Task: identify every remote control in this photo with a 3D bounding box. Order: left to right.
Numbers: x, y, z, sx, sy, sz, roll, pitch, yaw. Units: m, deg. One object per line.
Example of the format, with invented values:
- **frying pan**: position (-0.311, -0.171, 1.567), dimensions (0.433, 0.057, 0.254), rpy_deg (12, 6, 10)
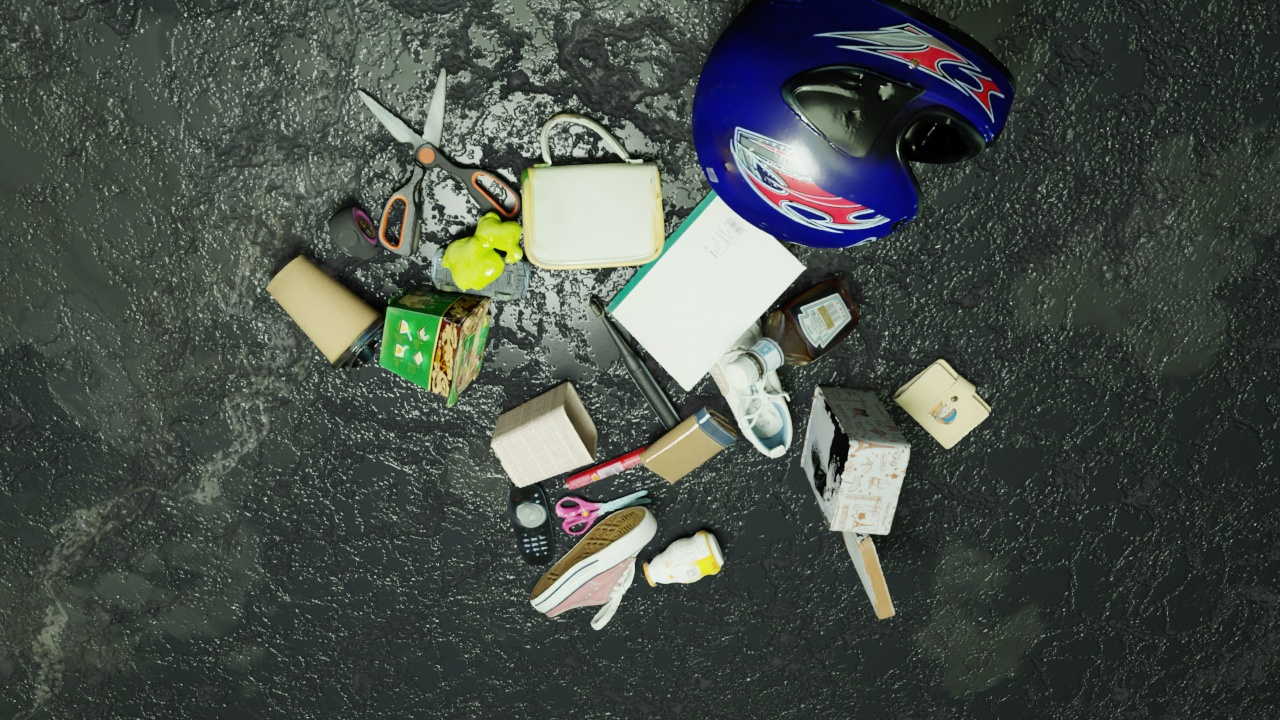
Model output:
- **remote control**: position (-0.151, 0.225, 1.277), dimensions (0.053, 0.024, 0.136), rpy_deg (-7, 113, 2)

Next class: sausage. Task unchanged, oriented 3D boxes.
- **sausage**: position (-0.035, 0.143, 1.249), dimensions (0.156, 0.020, 0.020), rpy_deg (-22, 113, 7)

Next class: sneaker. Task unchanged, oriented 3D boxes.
- **sneaker**: position (-0.050, 0.291, 1.266), dimensions (0.088, 0.118, 0.242), rpy_deg (41, 118, -12)
- **sneaker**: position (0.132, 0.019, 1.163), dimensions (0.089, 0.090, 0.242), rpy_deg (-22, 113, 6)

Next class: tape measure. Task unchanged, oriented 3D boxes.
- **tape measure**: position (-0.340, -0.151, 1.082), dimensions (0.039, 0.057, 0.058), rpy_deg (-25, 72, 11)

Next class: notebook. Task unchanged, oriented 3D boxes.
- **notebook**: position (0.076, -0.087, 1.121), dimensions (0.150, 0.012, 0.209), rpy_deg (45, 106, 9)

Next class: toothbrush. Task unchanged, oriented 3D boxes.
- **toothbrush**: position (-0.007, 0.007, 1.185), dimensions (0.026, 0.027, 0.213), rpy_deg (-27, 113, 16)

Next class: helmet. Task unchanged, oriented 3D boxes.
- **helmet**: position (0.207, -0.235, 0.963), dimensions (0.315, 0.247, 0.240), rpy_deg (21, 93, -6)

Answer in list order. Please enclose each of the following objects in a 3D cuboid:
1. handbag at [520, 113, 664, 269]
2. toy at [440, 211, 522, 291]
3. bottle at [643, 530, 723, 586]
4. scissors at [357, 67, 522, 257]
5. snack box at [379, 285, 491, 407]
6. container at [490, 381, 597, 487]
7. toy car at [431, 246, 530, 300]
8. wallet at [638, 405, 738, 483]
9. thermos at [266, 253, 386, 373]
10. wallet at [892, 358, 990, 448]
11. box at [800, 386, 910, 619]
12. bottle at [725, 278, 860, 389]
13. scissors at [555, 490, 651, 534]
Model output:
- **handbag**: position (-0.057, -0.200, 1.081), dimensions (0.163, 0.063, 0.179), rpy_deg (-3, 99, -2)
- **toy**: position (-0.185, -0.125, 1.077), dimensions (0.097, 0.031, 0.100), rpy_deg (24, 95, 20)
- **bottle**: position (0.060, 0.283, 1.291), dimensions (0.108, 0.063, 0.063), rpy_deg (-22, 113, 7)
- **scissors**: position (-0.244, -0.221, 1.078), dimensions (0.234, 0.021, 0.221), rpy_deg (31, 104, -15)
- **snack box**: position (-0.253, -0.026, 1.121), dimensions (0.105, 0.118, 0.118), rpy_deg (16, 112, 4)
- **container**: position (-0.125, 0.099, 1.188), dimensions (0.111, 0.089, 0.090), rpy_deg (-24, 113, 10)
- **toy car**: position (-0.195, -0.107, 1.120), dimensions (0.120, 0.036, 0.054), rpy_deg (8, 106, 4)
- **wallet**: position (0.065, 0.113, 1.220), dimensions (0.115, 0.033, 0.090), rpy_deg (-38, 140, 14)
- **thermos**: position (-0.376, -0.057, 1.110), dimensions (0.093, 0.093, 0.143), rpy_deg (-43, 101, 15)
- **wallet**: position (0.408, 0.057, 1.230), dimensions (0.115, 0.024, 0.087), rpy_deg (41, 105, -17)
- **box**: position (0.279, 0.185, 1.195), dimensions (0.110, 0.178, 0.260), rpy_deg (3, 113, -5)
- **bottle**: position (0.182, -0.027, 1.109), dimensions (0.194, 0.044, 0.080), rpy_deg (-33, 95, -27)
- **scissors**: position (-0.048, 0.213, 1.283), dimensions (0.137, 0.017, 0.073), rpy_deg (-8, 119, -4)
